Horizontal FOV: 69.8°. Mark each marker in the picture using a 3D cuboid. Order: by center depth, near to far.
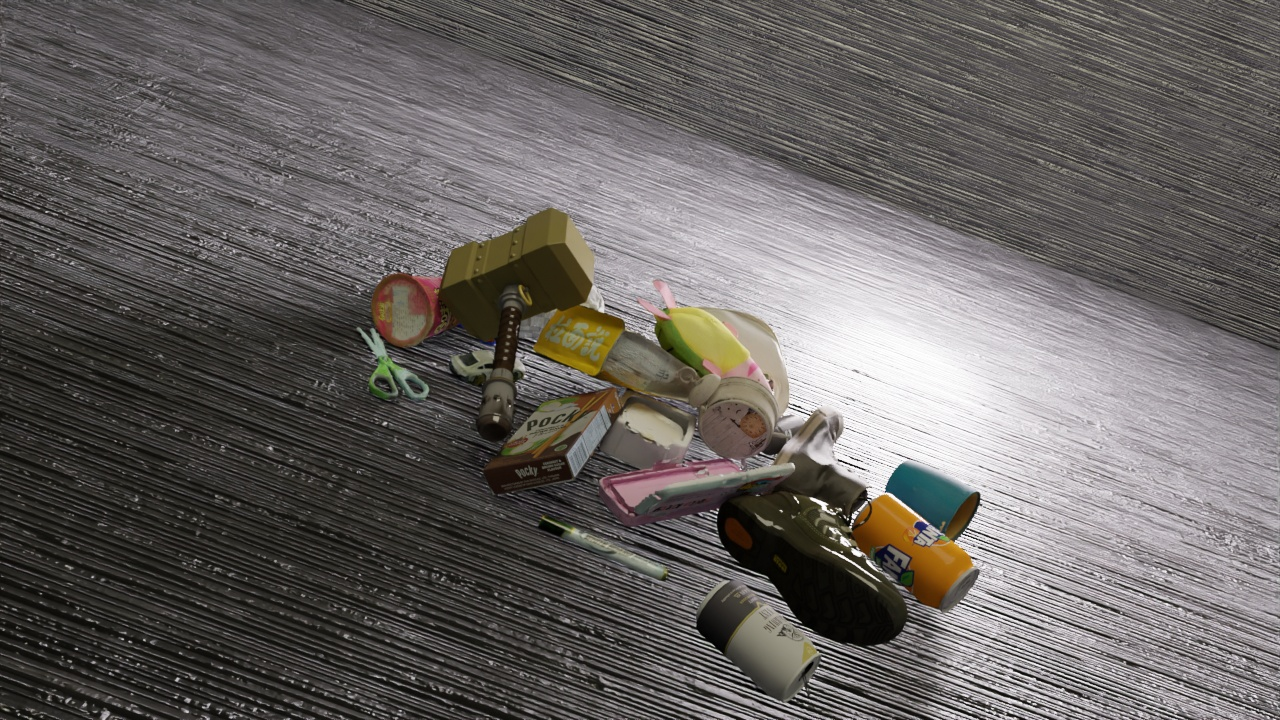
[{"bbox_3d":[-0.040,0.198,0.969,0.146,0.017,0.017,23,26,4],"label":"marker"}]

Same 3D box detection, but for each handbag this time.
[{"bbox_3d":[-0.138,-0.097,1.351,0.171,0.123,0.112,1,29,-14],"label":"handbag"},{"bbox_3d":[0.133,0.024,1.382,0.200,0.093,0.199,6,49,-29],"label":"handbag"}]

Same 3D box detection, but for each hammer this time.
[{"bbox_3d":[-0.162,-0.030,1.118,0.101,0.190,0.324,56,22,-37],"label":"hammer"}]

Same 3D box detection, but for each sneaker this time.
[{"bbox_3d":[0.212,0.218,1.020,0.142,0.101,0.238,-14,35,-40],"label":"sneaker"},{"bbox_3d":[0.250,0.141,1.210,0.120,0.095,0.234,31,25,15],"label":"sneaker"}]

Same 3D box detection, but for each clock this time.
[{"bbox_3d":[0.107,0.065,1.164,0.157,0.104,0.061,42,31,-12],"label":"clock"}]

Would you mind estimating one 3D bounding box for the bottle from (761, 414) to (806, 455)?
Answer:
[{"bbox_3d":[0.205,0.103,1.303,0.047,0.047,0.112,36,29,30],"label":"bottle"}]

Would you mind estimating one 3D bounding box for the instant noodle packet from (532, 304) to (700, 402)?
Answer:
[{"bbox_3d":[-0.007,0.007,1.234,0.221,0.084,0.163,28,-6,-38],"label":"instant noodle packet"}]

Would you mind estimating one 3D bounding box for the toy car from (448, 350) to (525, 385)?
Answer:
[{"bbox_3d":[-0.200,0.006,1.213,0.105,0.033,0.048,-4,33,-43],"label":"toy car"}]

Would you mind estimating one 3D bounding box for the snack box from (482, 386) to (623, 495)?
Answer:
[{"bbox_3d":[-0.096,0.089,1.060,0.101,0.032,0.185,-13,17,20],"label":"snack box"}]

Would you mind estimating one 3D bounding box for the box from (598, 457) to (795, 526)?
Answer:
[{"bbox_3d":[0.066,0.152,1.062,0.201,0.073,0.150,-5,4,-35],"label":"box"}]

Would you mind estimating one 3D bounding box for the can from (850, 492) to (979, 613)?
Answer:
[{"bbox_3d":[0.326,0.230,1.103,0.079,0.079,0.142,-7,36,-44],"label":"can"}]

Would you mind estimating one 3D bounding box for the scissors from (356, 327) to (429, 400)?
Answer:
[{"bbox_3d":[-0.329,0.000,1.152,0.078,0.033,0.175,-4,30,-38],"label":"scissors"}]

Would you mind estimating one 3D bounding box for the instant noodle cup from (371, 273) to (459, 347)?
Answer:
[{"bbox_3d":[-0.291,-0.074,1.243,0.098,0.098,0.108,28,19,16],"label":"instant noodle cup"}]

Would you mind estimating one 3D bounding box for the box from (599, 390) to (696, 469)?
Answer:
[{"bbox_3d":[0.013,0.086,1.164,0.107,0.076,0.102,20,24,5],"label":"box"}]

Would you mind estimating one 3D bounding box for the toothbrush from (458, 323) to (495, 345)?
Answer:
[{"bbox_3d":[-0.279,-0.069,1.318,0.182,0.018,0.016,31,52,20],"label":"toothbrush"}]

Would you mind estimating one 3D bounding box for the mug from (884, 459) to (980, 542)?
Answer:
[{"bbox_3d":[0.396,0.191,1.248,0.104,0.084,0.112,33,-1,37],"label":"mug"}]

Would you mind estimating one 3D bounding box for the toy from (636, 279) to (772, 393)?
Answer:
[{"bbox_3d":[0.089,-0.013,1.266,0.238,0.088,0.189,44,21,-7],"label":"toy"}]

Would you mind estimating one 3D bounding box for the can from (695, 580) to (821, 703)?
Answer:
[{"bbox_3d":[0.116,0.272,0.882,0.127,0.064,0.064,36,30,30],"label":"can"}]
